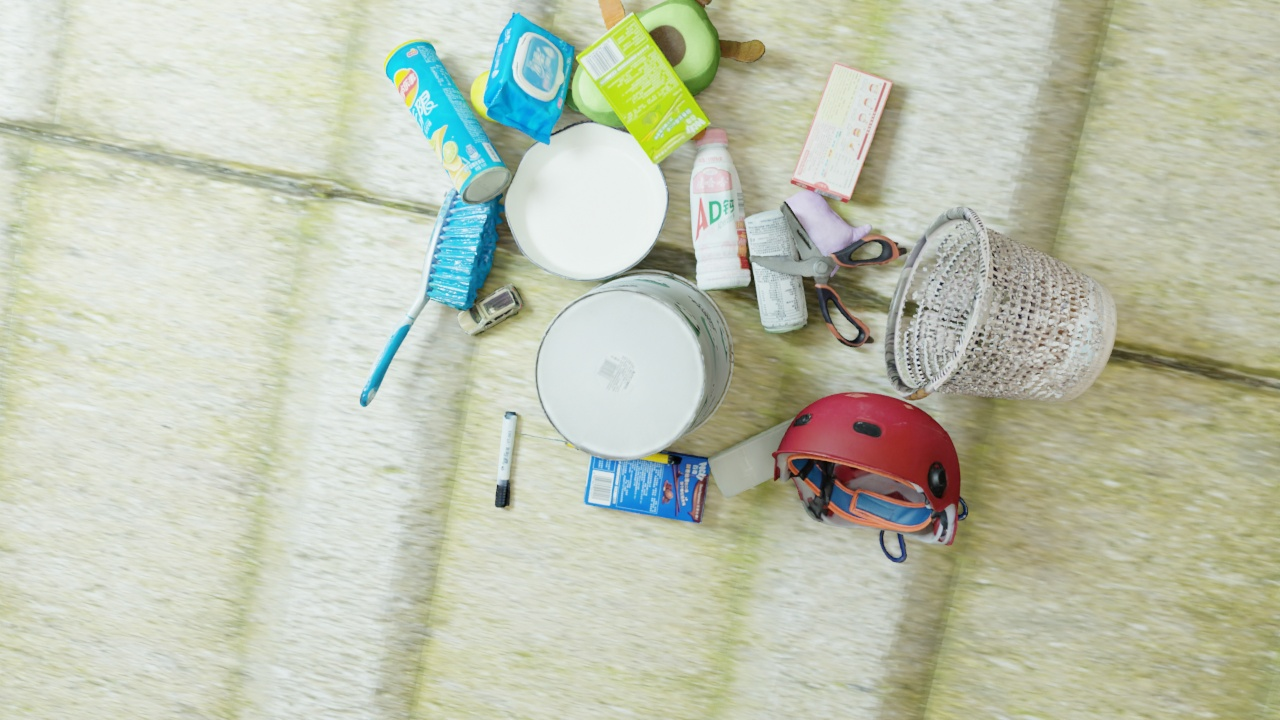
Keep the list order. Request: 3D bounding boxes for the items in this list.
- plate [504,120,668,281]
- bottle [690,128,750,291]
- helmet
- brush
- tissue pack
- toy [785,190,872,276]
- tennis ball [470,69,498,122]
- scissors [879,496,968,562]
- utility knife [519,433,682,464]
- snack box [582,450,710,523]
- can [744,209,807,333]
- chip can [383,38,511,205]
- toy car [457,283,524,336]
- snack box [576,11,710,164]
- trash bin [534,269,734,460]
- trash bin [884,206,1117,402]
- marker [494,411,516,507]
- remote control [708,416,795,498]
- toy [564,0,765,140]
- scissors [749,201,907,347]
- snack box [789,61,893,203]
[{"bbox_3d":[-0.064,-0.195,1.151,0.205,0.045,0.204,-2,79,8],"label":"plate"},{"bbox_3d":[0.095,-0.187,1.144,0.068,0.068,0.197,-6,91,7],"label":"bottle"},{"bbox_3d":[0.268,0.106,1.072,0.207,0.240,0.143,4,61,40],"label":"helmet"},{"bbox_3d":[-0.268,-0.078,1.183,0.109,0.060,0.314,15,86,11],"label":"brush"},{"bbox_3d":[-0.134,-0.346,1.124,0.095,0.052,0.157,23,65,-30],"label":"tissue pack"},{"bbox_3d":[0.225,-0.169,1.144,0.108,0.039,0.084,43,86,8],"label":"toy"},{"bbox_3d":[-0.182,-0.335,1.163,0.065,0.065,0.065,0,94,6],"label":"tennis ball"},{"bbox_3d":[0.333,0.177,1.172,0.176,0.012,0.162,11,95,7],"label":"scissors"},{"bbox_3d":[-0.055,0.113,1.176,0.219,0.033,0.015,9,86,9],"label":"utility knife"},{"bbox_3d":[0.009,0.158,1.198,0.157,0.026,0.084,9,94,5],"label":"snack box"},{"bbox_3d":[0.169,-0.110,1.134,0.058,0.058,0.147,-10,103,7],"label":"can"},{"bbox_3d":[-0.242,-0.298,1.147,0.071,0.071,0.210,-33,77,8],"label":"chip can"},{"bbox_3d":[-0.199,-0.065,1.202,0.090,0.035,0.042,-28,89,11],"label":"toy car"},{"bbox_3d":[0.004,-0.319,1.083,0.086,0.026,0.156,-35,108,13],"label":"snack box"},{"bbox_3d":[-0.006,0.006,1.075,0.230,0.251,0.229,1,95,6],"label":"trash bin"},{"bbox_3d":[0.419,-0.044,1.058,0.192,0.227,0.227,14,96,-7],"label":"trash bin"},{"bbox_3d":[-0.178,0.132,1.223,0.022,0.018,0.131,6,96,-19],"label":"marker"},{"bbox_3d":[0.162,0.120,1.172,0.150,0.021,0.058,-25,98,-2],"label":"remote control"},{"bbox_3d":[0.020,-0.370,1.127,0.247,0.090,0.227,-32,83,4],"label":"toy"},{"bbox_3d":[0.232,-0.104,1.120,0.225,0.015,0.189,-8,106,-19],"label":"scissors"},{"bbox_3d":[0.247,-0.280,1.129,0.077,0.027,0.155,20,88,4],"label":"snack box"}]
